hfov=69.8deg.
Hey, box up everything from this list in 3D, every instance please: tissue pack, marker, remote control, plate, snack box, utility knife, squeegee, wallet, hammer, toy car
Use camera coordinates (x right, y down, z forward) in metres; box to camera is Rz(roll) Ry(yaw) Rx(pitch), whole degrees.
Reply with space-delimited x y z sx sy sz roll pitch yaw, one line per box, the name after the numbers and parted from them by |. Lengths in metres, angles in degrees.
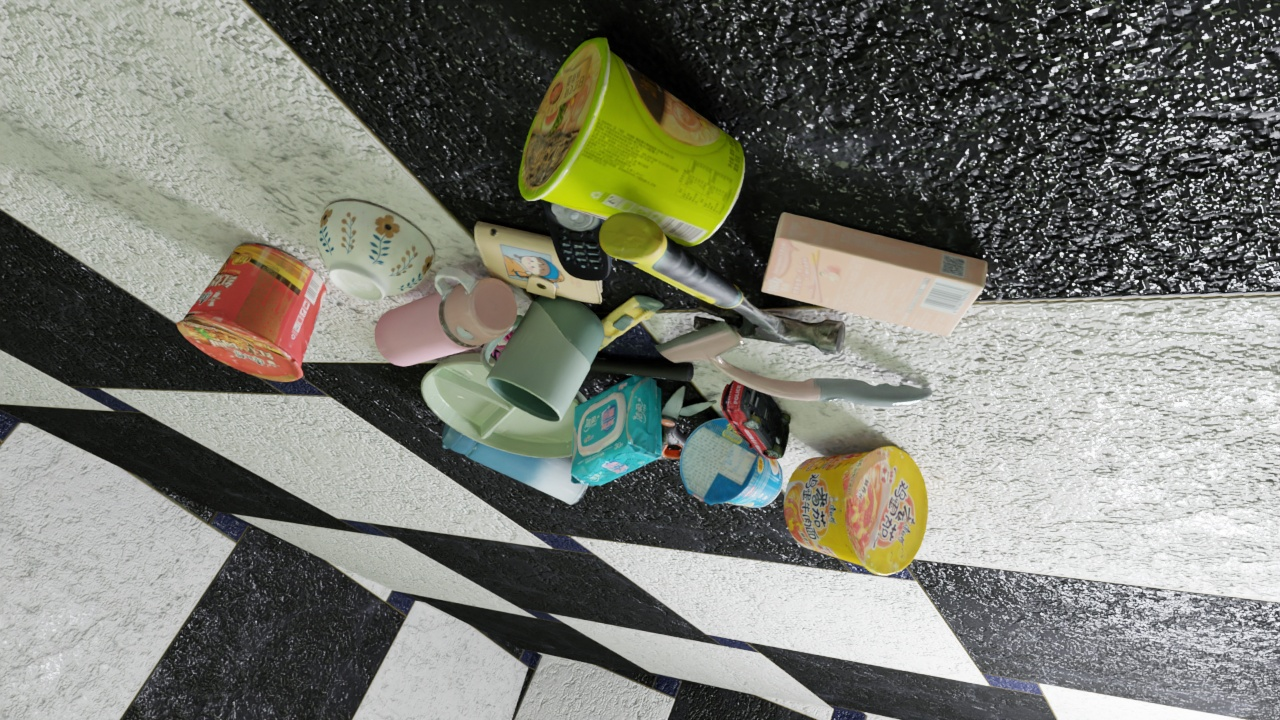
-0.031 0.081 1.038 0.050 0.093 0.134 24 142 -33 | tissue pack
-0.006 0.006 0.985 0.132 0.020 0.022 6 123 26 | marker
-0.051 -0.116 0.755 0.053 0.024 0.137 10 147 13 | remote control
-0.163 0.058 1.157 0.230 0.027 0.231 11 149 6 | plate
0.177 -0.065 0.715 0.157 0.026 0.085 15 156 6 | snack box
-0.024 -0.035 0.925 0.031 0.018 0.167 35 155 -13 | utility knife
0.154 0.019 0.847 0.249 0.040 0.248 11 174 -10 | squeegee
-0.091 -0.088 0.847 0.115 0.024 0.087 12 149 8 | wallet
0.056 -0.051 0.693 0.126 0.032 0.323 9 175 27 | hammer
0.124 0.062 0.979 0.045 0.052 0.120 0 147 35 | toy car

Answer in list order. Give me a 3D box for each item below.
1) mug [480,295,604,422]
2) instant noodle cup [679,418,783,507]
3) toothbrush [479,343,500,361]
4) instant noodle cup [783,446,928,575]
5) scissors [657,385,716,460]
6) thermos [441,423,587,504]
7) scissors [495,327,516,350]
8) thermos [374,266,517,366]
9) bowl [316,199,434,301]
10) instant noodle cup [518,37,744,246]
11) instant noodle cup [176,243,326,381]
-0.102 -0.009 0.907 0.112 0.106 0.082 18 159 26 | mug
0.113 0.129 1.073 0.099 0.099 0.110 0 163 32 | instant noodle cup
-0.156 -0.002 1.032 0.018 0.014 0.189 -21 124 41 | toothbrush
0.237 0.163 1.030 0.138 0.137 0.110 34 159 -31 | instant noodle cup
0.016 0.073 1.103 0.190 0.021 0.229 10 154 16 | scissors
-0.176 0.133 1.297 0.220 0.070 0.070 29 152 -22 | thermos
-0.160 -0.051 0.971 0.056 0.017 0.133 -10 142 20 | scissors
-0.205 -0.044 0.929 0.087 0.067 0.199 45 148 -24 | thermos
-0.264 -0.098 0.890 0.113 0.062 0.114 13 153 7 | bowl
-0.001 -0.135 0.609 0.123 0.111 0.112 21 156 -27 | instant noodle cup
-0.420 -0.054 1.019 0.138 0.108 0.138 14 154 7 | instant noodle cup
